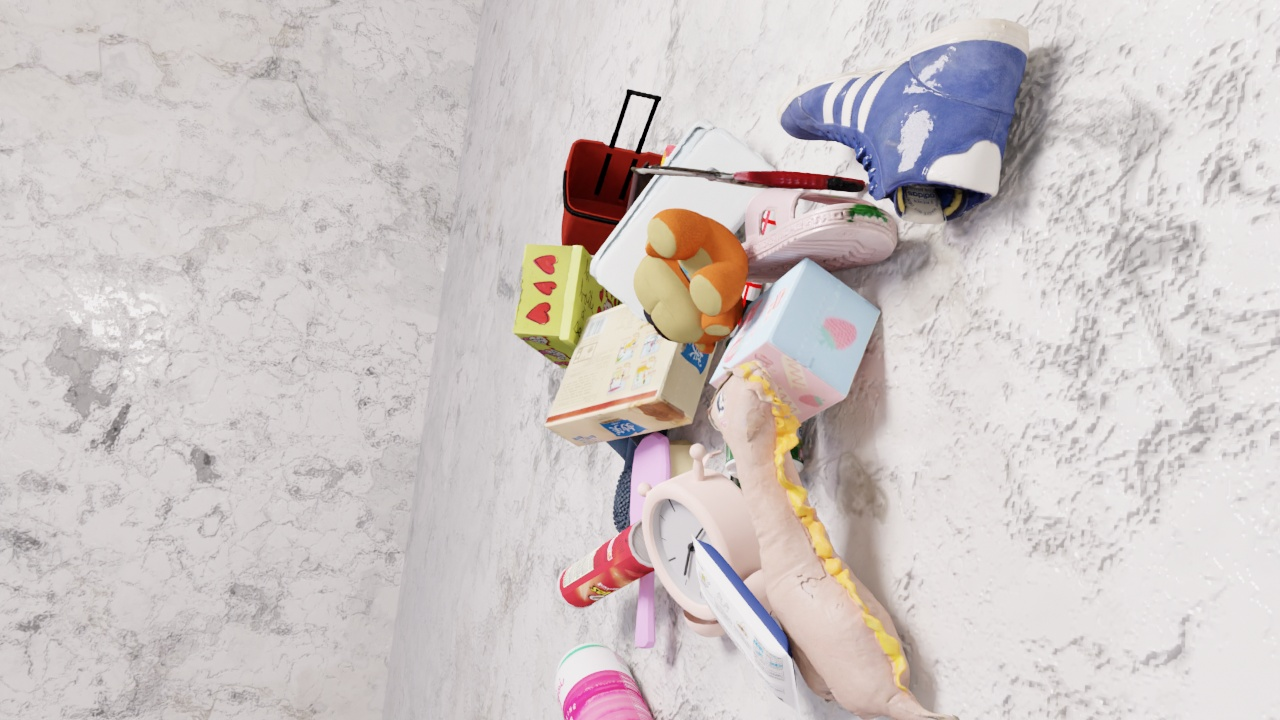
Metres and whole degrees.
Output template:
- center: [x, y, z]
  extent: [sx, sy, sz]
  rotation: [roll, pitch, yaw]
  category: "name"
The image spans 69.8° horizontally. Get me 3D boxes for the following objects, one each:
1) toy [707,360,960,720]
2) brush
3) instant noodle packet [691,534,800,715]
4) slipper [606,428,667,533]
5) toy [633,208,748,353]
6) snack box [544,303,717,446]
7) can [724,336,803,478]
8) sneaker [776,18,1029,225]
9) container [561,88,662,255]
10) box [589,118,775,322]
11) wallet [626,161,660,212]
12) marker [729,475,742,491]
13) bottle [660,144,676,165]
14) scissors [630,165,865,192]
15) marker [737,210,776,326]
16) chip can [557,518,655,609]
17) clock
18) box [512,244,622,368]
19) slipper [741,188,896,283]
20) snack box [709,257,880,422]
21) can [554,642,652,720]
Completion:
- center: [0.126, 0.125, 0.656]
  extent: [0.196, 0.065, 0.264]
  rotation: [-12, 92, 63]
  category: "toy"
- center: [0.022, 0.194, 0.994]
  extent: [0.089, 0.043, 0.228]
  rotation: [146, 130, -62]
  category: "brush"
- center: [0.081, 0.205, 0.717]
  extent: [0.134, 0.026, 0.087]
  rotation: [47, 160, 44]
  category: "instant noodle packet"
- center: [-0.019, 0.084, 1.096]
  extent: [0.101, 0.082, 0.263]
  rotation: [162, 115, -64]
  category: "slipper"
- center: [0.045, -0.064, 0.799]
  extent: [0.112, 0.096, 0.176]
  rotation: [54, 178, 13]
  category: "toy"
- center: [-0.006, 0.006, 1.006]
  extent: [0.208, 0.055, 0.153]
  rotation: [-17, 46, 50]
  category: "snack box"
- center: [0.108, 0.041, 0.810]
  extent: [0.067, 0.067, 0.120]
  rotation: [141, 135, -60]
  category: "can"
- center: [0.183, -0.153, 0.684]
  extent: [0.233, 0.091, 0.118]
  rotation: [-3, 81, 60]
  category: "sneaker"
- center: [-0.024, -0.219, 1.143]
  extent: [0.201, 0.148, 0.126]
  rotation: [121, 156, -61]
  category: "container"
- center: [0.043, -0.143, 0.982]
  extent: [0.211, 0.130, 0.105]
  rotation: [-48, -15, 7]
  category: "box"
- center: [-0.003, -0.176, 1.043]
  extent: [0.115, 0.018, 0.092]
  rotation: [-58, -18, -70]
  category: "wallet"
- center: [0.098, 0.056, 0.898]
  extent: [0.017, 0.017, 0.146]
  rotation: [155, 123, -65]
  category: "marker"
- center: [0.043, -0.179, 1.075]
  extent: [0.062, 0.062, 0.137]
  rotation: [-144, 67, -67]
  category: "bottle"
- center: [0.099, -0.158, 0.796]
  extent: [0.179, 0.197, 0.015]
  rotation: [-21, -63, -67]
  category: "scissors"
- center: [0.117, -0.096, 0.910]
  extent: [0.019, 0.019, 0.146]
  rotation: [-136, 58, -65]
  category: "marker"
- center: [-0.030, 0.220, 0.982]
  extent: [0.215, 0.051, 0.051]
  rotation: [134, 140, -55]
  category: "chip can"
- center: [0.067, 0.167, 0.843]
  extent: [0.131, 0.086, 0.160]
  rotation: [-46, 60, 56]
  category: "clock"
- center: [-0.088, -0.062, 1.186]
  extent: [0.221, 0.083, 0.124]
  rotation: [54, -138, -74]
  category: "box"
- center: [0.135, -0.110, 0.773]
  extent: [0.240, 0.094, 0.064]
  rotation: [166, 107, -73]
  category: "slipper"
- center: [0.124, -0.010, 0.736]
  extent: [0.092, 0.079, 0.095]
  rotation: [-60, 9, -31]
  category: "snack box"
- center: [-0.038, 0.388, 1.003]
  extent: [0.166, 0.088, 0.088]
  rotation: [-134, 56, -64]
  category: "can"
